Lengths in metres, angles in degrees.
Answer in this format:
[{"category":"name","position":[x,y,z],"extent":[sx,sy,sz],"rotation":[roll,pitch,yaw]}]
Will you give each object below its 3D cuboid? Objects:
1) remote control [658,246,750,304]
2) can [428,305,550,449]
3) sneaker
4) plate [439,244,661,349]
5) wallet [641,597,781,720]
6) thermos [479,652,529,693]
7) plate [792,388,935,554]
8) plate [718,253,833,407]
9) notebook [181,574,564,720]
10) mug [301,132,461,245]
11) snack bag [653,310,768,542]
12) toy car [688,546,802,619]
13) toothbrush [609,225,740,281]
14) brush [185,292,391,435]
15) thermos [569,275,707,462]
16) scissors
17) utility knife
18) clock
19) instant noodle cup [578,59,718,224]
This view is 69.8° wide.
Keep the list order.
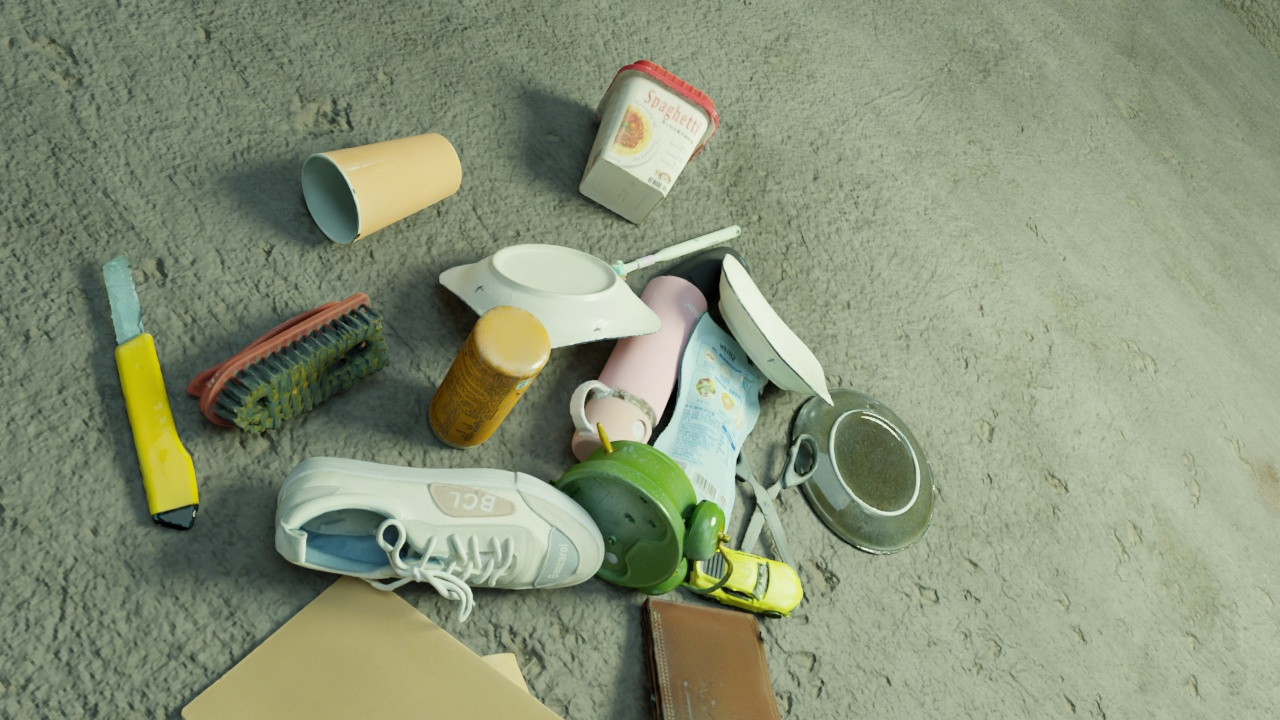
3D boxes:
[{"category":"remote control","position":[0.067,-0.086,0.948],"extent":[0.136,0.024,0.053],"rotation":[-29,81,-37]},{"category":"can","position":[-0.120,0.017,0.711],"extent":[0.058,0.146,0.058],"rotation":[13,58,-22]},{"category":"sneaker","position":[-0.137,0.129,0.656],"extent":[0.242,0.090,0.090],"rotation":[13,18,-17]},{"category":"plate","position":[-0.076,-0.065,0.797],"extent":[0.163,0.034,0.164],"rotation":[-10,34,-37]},{"category":"wallet","position":[0.054,0.251,0.732],"extent":[0.101,0.032,0.124],"rotation":[10,43,-19]},{"category":"thermos","position":[-0.094,0.277,0.619],"extent":[0.093,0.093,0.143],"rotation":[-4,58,-30]},{"category":"plate","position":[0.233,0.106,0.930],"extent":[0.179,0.024,0.179],"rotation":[13,58,-21]},{"category":"plate","position":[0.123,-0.025,0.899],"extent":[0.164,0.034,0.163],"rotation":[50,16,-10]},{"category":"notebook","position":[-0.169,0.231,0.586],"extent":[0.208,0.008,0.147],"rotation":[26,47,26]},{"category":"mug","position":[-0.221,-0.156,0.804],"extent":[0.122,0.078,0.078],"rotation":[-31,81,-42]},{"category":"snack bag","position":[0.063,0.059,0.829],"extent":[0.110,0.039,0.190],"rotation":[35,56,-25]},{"category":"toy car","position":[0.093,0.190,0.794],"extent":[0.105,0.032,0.048],"rotation":[18,59,-11]},{"category":"toothbrush","position":[0.040,-0.113,0.953],"extent":[0.189,0.029,0.020],"rotation":[-24,36,-37]},{"category":"brush","position":[-0.267,0.002,0.700],"extent":[0.069,0.063,0.145],"rotation":[30,48,29]},{"category":"thermos","position":[-0.005,0.005,0.825],"extent":[0.087,0.067,0.198],"rotation":[55,45,-31]},{"category":"scissors","position":[0.118,0.130,0.856],"extent":[0.159,0.014,0.181],"rotation":[-25,75,-25]},{"category":"utility knife","position":[-0.356,0.019,0.664],"extent":[0.033,0.015,0.223],"rotation":[-12,72,-32]},{"category":"clock","position":[0.002,0.131,0.735],"extent":[0.161,0.116,0.056],"rotation":[40,42,1]},{"category":"instant noodle cup","position":[0.001,-0.218,0.941],"extent":[0.116,0.117,0.124],"rotation":[29,66,-12]}]
